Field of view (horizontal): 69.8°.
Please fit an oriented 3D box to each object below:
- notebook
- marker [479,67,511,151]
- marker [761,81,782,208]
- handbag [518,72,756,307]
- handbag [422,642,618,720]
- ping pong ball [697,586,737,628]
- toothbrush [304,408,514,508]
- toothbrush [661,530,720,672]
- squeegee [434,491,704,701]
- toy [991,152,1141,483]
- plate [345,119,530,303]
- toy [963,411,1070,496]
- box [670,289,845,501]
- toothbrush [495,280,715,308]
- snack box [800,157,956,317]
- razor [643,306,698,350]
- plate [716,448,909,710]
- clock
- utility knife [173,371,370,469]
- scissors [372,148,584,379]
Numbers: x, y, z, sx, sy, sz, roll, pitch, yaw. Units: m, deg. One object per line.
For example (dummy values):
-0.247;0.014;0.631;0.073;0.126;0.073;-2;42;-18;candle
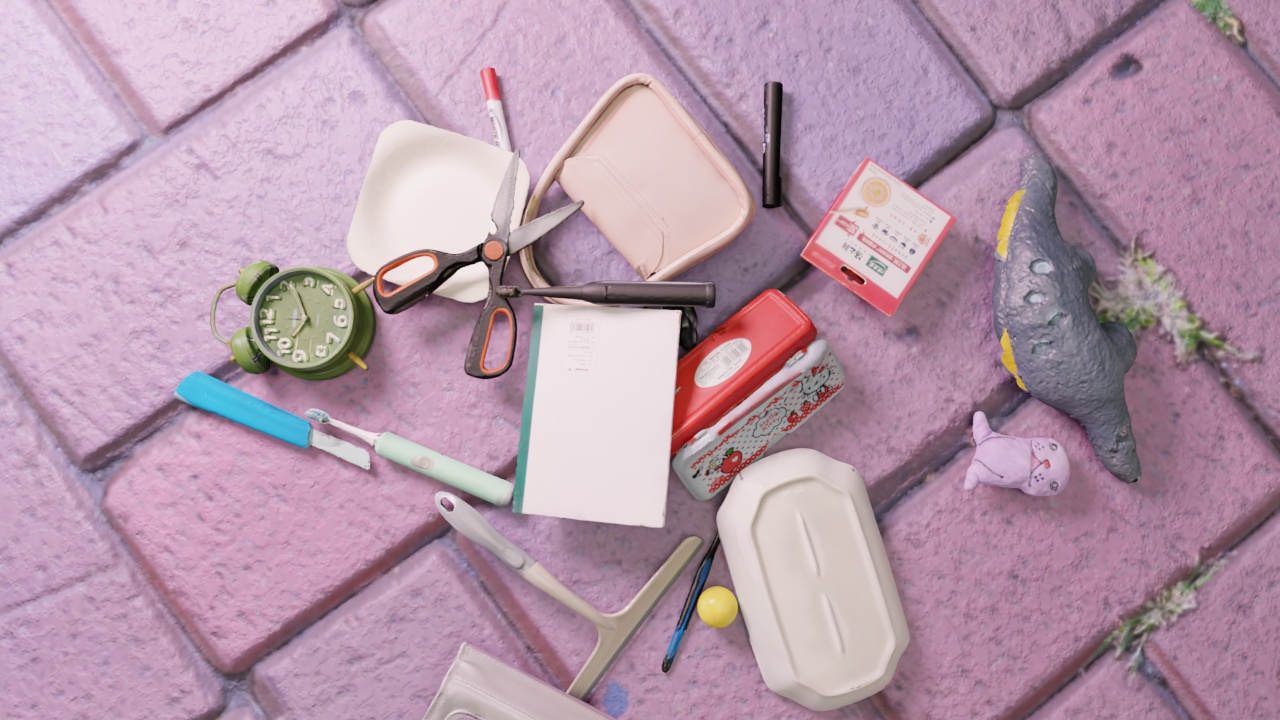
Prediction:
-0.042;0.050;0.887;0.150;0.012;0.209;4;82;11;notebook
-0.144;-0.232;0.952;0.017;0.017;0.145;-12;86;-3;marker
0.139;-0.225;0.960;0.022;0.020;0.132;3;86;-19;marker
-0.021;-0.148;0.927;0.234;0.093;0.193;-41;89;4;handbag
-0.121;0.380;0.865;0.197;0.098;0.145;28;106;-1;handbag
0.077;0.246;0.914;0.040;0.040;0.040;0;86;-2;ping pong ball
-0.231;0.094;0.921;0.224;0.027;0.026;23;90;0;toothbrush
0.058;0.227;0.931;0.014;0.016;0.189;22;88;-10;toothbrush
-0.101;0.206;0.896;0.246;0.039;0.246;39;86;-6;squeegee
0.424;-0.035;0.929;0.137;0.092;0.356;-17;88;-31;toy
-0.203;-0.148;0.933;0.163;0.034;0.164;17;88;-1;plate
0.385;0.102;0.936;0.108;0.039;0.083;11;77;0;toy
0.101;0.038;0.932;0.201;0.100;0.112;-39;54;-3;box
-0.034;-0.065;0.887;0.212;0.027;0.026;1;98;-1;toothbrush
0.240;-0.123;0.944;0.113;0.044;0.127;35;84;0;snack box
-0.005;0.005;0.927;0.167;0.062;0.067;-48;120;1;razor
0.177;0.221;0.915;0.162;0.034;0.265;-16;90;-6;plate
-0.345;-0.041;0.912;0.161;0.056;0.116;3;85;-1;clock
-0.366;0.063;0.922;0.209;0.018;0.034;23;86;1;utility knife
-0.155;-0.088;0.904;0.221;0.021;0.230;-11;94;-1;scissors
